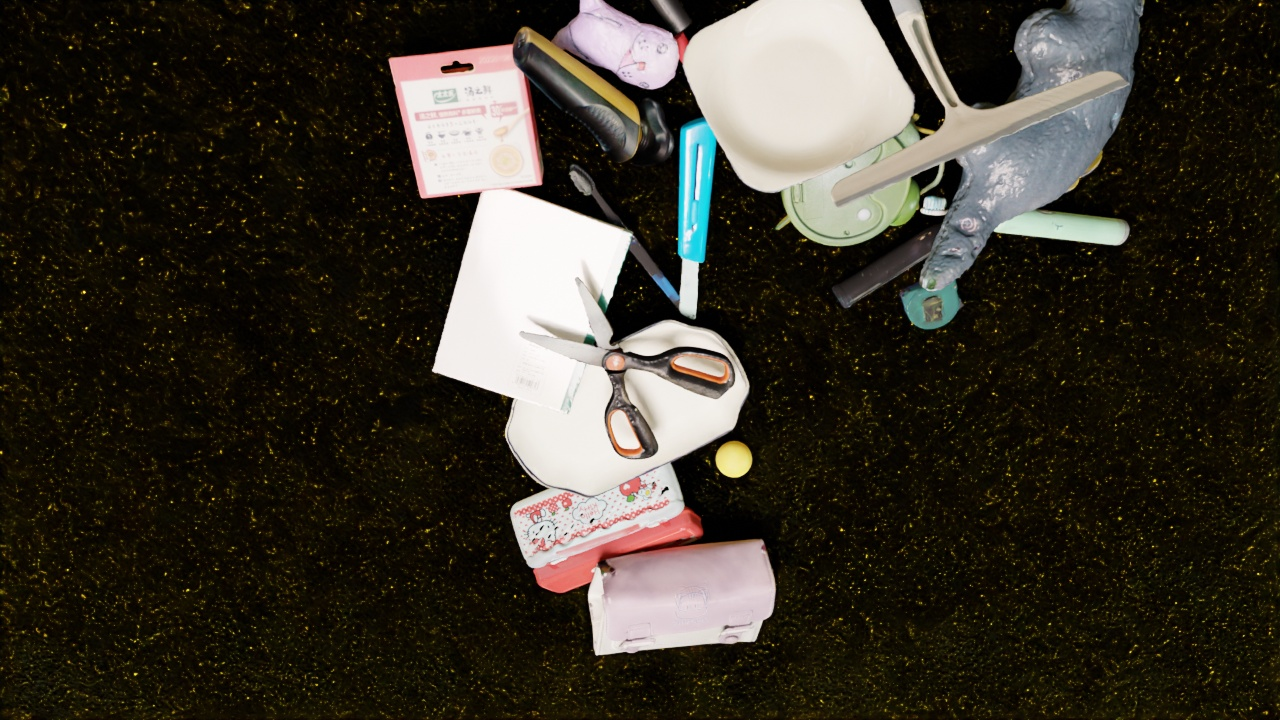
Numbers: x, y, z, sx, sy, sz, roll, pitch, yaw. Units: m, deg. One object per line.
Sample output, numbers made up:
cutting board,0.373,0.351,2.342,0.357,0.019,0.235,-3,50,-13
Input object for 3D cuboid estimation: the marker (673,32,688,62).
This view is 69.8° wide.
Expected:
marker,0.074,-0.234,0.833,0.017,0.017,0.145,-34,116,17

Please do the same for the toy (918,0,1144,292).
toy,0.352,-0.216,0.798,0.137,0.091,0.357,10,113,-37

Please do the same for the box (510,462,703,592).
box,-0.039,0.186,1.070,0.201,0.099,0.112,-23,154,10

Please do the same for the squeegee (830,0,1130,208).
squeegee,0.224,-0.280,0.752,0.246,0.039,0.246,-23,86,3

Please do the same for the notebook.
notebook,-0.111,-0.057,0.912,0.150,0.012,0.209,19,112,-5

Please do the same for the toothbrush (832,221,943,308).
toothbrush,0.288,-0.119,0.908,0.213,0.026,0.027,-33,152,14

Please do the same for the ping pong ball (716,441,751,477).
ping pong ball,0.105,0.110,1.028,0.040,0.040,0.040,-1,121,-2

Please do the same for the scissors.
scissors,-0.012,0.016,0.929,0.221,0.021,0.231,0,122,-7

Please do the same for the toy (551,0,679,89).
toy,-0.015,-0.274,0.788,0.108,0.038,0.084,25,141,-16

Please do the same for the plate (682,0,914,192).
plate,0.133,-0.234,0.790,0.163,0.034,0.164,-26,82,2

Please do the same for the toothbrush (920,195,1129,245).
toothbrush,0.370,-0.134,0.883,0.224,0.026,0.027,4,111,-15

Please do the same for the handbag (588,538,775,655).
handbag,0.045,0.276,1.063,0.197,0.098,0.145,-4,140,-10

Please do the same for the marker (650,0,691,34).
marker,-0.003,-0.331,0.767,0.020,0.022,0.132,-11,130,48

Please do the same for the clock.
clock,0.203,-0.173,0.853,0.161,0.056,0.116,-9,122,3

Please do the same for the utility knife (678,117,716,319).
utility knife,0.052,-0.132,0.893,0.034,0.018,0.210,0,122,-3

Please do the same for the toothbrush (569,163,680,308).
toothbrush,-0.011,-0.117,0.901,0.014,0.016,0.189,-29,119,21

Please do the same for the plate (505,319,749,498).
plate,-0.016,0.049,0.989,0.266,0.034,0.162,-28,117,14

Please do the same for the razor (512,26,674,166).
razor,-0.041,-0.228,0.793,0.167,0.062,0.067,31,77,-34

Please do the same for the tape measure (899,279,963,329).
tape measure,0.300,-0.059,0.944,0.058,0.025,0.054,-20,119,10

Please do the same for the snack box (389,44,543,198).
snack box,-0.151,-0.216,0.817,0.113,0.044,0.127,-5,122,1
